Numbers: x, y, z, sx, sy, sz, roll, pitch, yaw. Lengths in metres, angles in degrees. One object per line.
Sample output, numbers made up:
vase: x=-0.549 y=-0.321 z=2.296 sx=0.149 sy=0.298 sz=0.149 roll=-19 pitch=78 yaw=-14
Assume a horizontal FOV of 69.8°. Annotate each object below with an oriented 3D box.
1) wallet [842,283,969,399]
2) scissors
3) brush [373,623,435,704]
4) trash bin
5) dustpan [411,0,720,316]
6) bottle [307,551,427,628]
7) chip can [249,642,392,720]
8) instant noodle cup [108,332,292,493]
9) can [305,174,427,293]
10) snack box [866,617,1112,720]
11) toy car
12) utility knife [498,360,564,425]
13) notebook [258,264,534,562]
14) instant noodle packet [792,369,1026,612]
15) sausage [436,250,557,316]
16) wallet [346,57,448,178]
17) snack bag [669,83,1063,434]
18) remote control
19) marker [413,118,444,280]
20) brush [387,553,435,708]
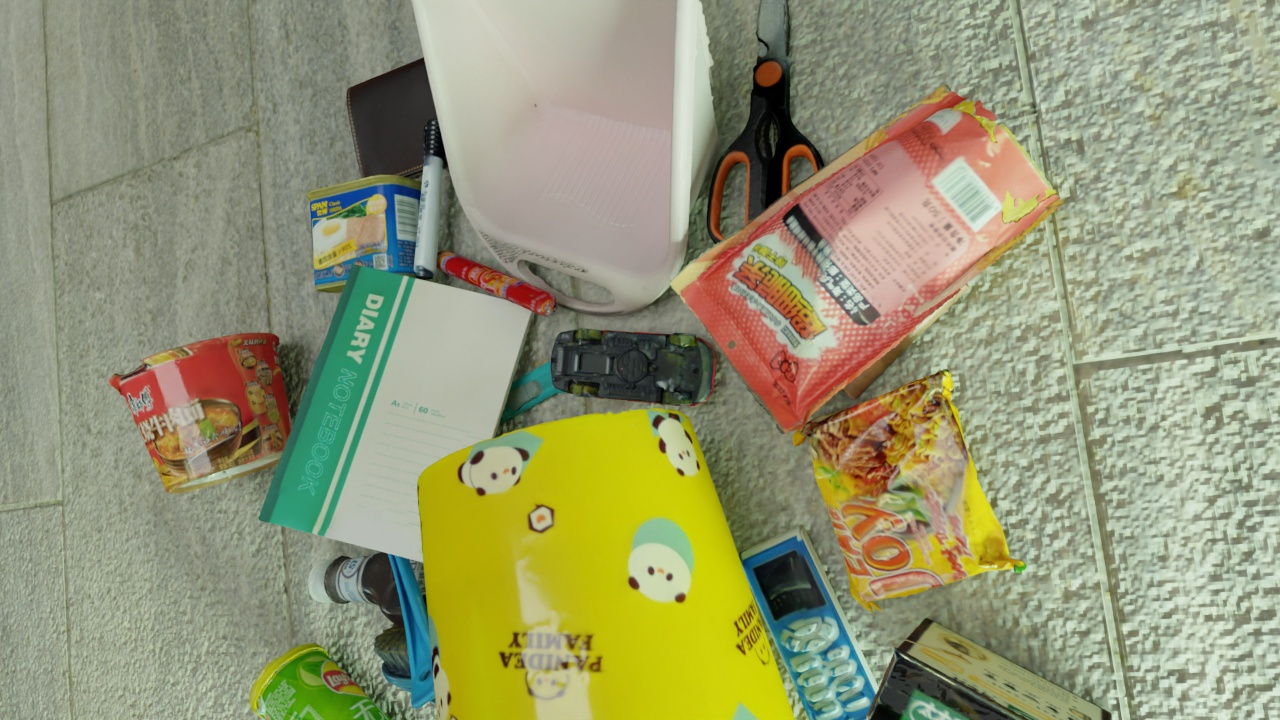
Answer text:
wallet: x=0.136 y=-0.050 z=0.598 sx=0.101 sy=0.020 sz=0.115 roll=-48 pitch=65 yaw=18
scissors: x=0.103 y=-0.179 z=0.619 sx=0.125 sy=0.021 sz=0.235 roll=20 pitch=90 yaw=26
brush: x=-0.138 y=0.236 z=0.707 sx=0.144 sy=0.055 sz=0.073 roll=-9 pitch=106 yaw=27
trash bin: x=-0.026 y=0.179 z=0.563 sx=0.230 sy=0.229 sz=0.255 roll=-22 pitch=72 yaw=25
dustpan: x=-0.058 y=-0.154 z=0.603 sx=0.223 sy=0.273 sz=0.138 roll=20 pitch=71 yaw=30
bottle: x=-0.180 y=0.171 z=0.723 sx=0.195 sy=0.044 sz=0.079 roll=-9 pitch=45 yaw=27
chip can: x=-0.217 y=0.319 z=0.731 sx=0.221 sy=0.072 sz=0.073 roll=32 pitch=102 yaw=26
instant noodle cup: x=-0.367 y=0.048 z=0.798 sx=0.138 sy=0.137 sz=0.108 roll=-21 pitch=87 yaw=25
can: x=-0.228 y=-0.103 z=0.770 sx=0.102 sy=0.057 sz=0.083 roll=-5 pitch=87 yaw=28
snack box: x=0.190 y=0.191 z=0.495 sx=0.113 sy=0.125 sz=0.053 roll=24 pitch=98 yaw=26
toy car: x=-0.004 y=0.004 z=0.652 sx=0.121 sy=0.045 sz=0.053 roll=6 pitch=90 yaw=20
utility knife: x=-0.105 y=0.035 z=0.721 sx=0.172 sy=0.013 sz=0.029 roll=-29 pitch=75 yaw=23
notebook: x=-0.180 y=0.037 z=0.689 sx=0.150 sy=0.012 sz=0.208 roll=13 pitch=72 yaw=4
instant noodle packet: x=0.160 y=0.083 z=0.564 sx=0.111 sy=0.044 sz=0.128 roll=-24 pitch=77 yaw=29
sausage: x=-0.117 y=-0.062 z=0.715 sx=0.156 sy=0.020 sz=0.020 roll=24 pitch=98 yaw=38
wallet: x=-0.194 y=-0.204 z=0.779 sx=0.122 sy=0.020 sz=0.096 roll=-12 pitch=87 yaw=25
snack bag: x=0.130 y=-0.065 z=0.549 sx=0.208 sy=0.073 sz=0.128 roll=-39 pitch=65 yaw=11
remote control: x=0.110 y=0.173 z=0.594 sx=0.049 sy=0.024 sz=0.125 roll=-30 pitch=75 yaw=23
marker: x=-0.171 y=-0.131 z=0.745 sx=0.023 sy=0.018 sz=0.130 roll=0 pitch=85 yaw=48
brush: x=-0.181 y=0.140 z=0.692 sx=0.083 sy=0.046 sz=0.254 roll=-35 pitch=49 yaw=11
